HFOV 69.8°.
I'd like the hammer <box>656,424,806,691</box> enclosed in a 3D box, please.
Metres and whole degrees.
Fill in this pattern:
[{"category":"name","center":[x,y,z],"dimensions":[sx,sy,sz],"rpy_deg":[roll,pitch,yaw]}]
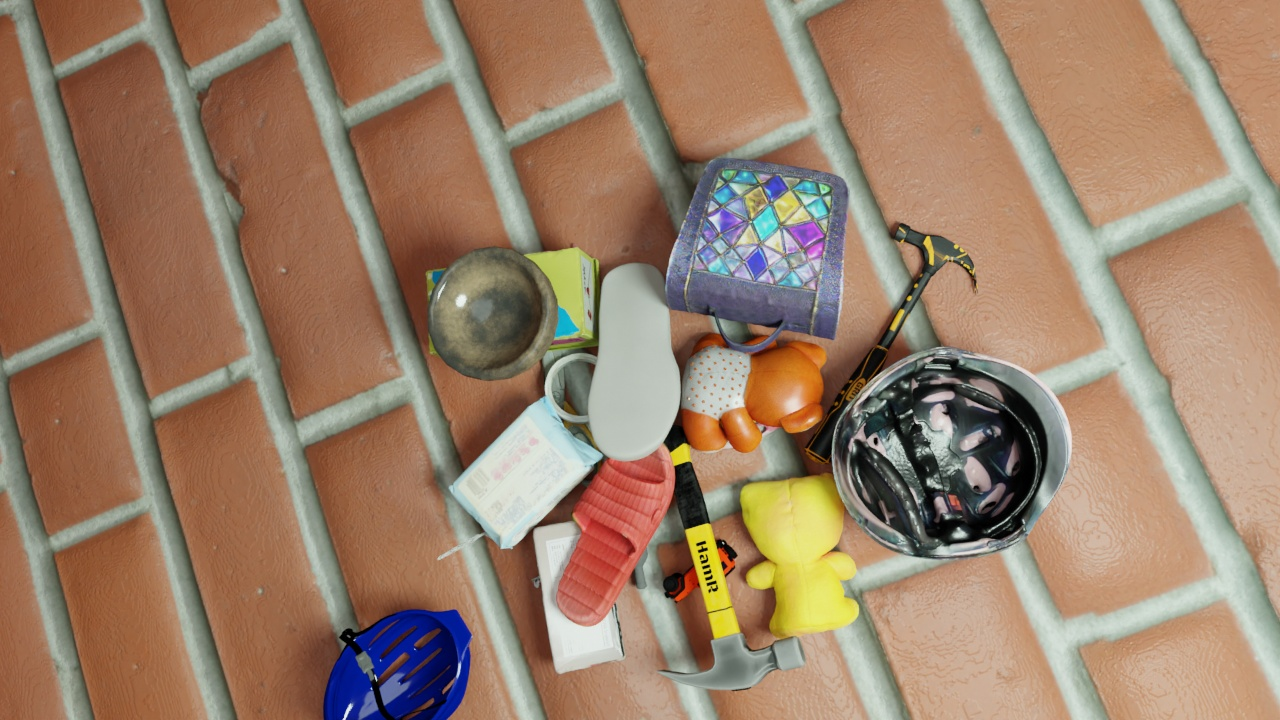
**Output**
[{"category":"hammer","center":[0.072,0.231,1.103],"dimensions":[0.170,0.034,0.324],"rpy_deg":[-20,70,15]}]

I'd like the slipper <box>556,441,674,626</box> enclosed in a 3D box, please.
[{"category":"slipper","center":[-0.037,0.199,1.110],"dimensions":[0.104,0.059,0.248],"rpy_deg":[18,79,32]}]

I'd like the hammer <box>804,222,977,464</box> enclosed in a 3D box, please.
[{"category":"hammer","center":[0.300,-0.011,1.133],"dimensions":[0.123,0.036,0.320],"rpy_deg":[30,88,12]}]

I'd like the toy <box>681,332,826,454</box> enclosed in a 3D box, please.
[{"category":"toy","center":[0.139,0.035,1.121],"dimensions":[0.173,0.093,0.163],"rpy_deg":[0,59,19]}]

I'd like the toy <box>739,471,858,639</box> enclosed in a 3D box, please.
[{"category":"toy","center":[0.187,0.237,1.103],"dimensions":[0.134,0.087,0.193],"rpy_deg":[-9,83,14]}]

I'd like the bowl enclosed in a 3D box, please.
[{"category":"bowl","center":[-0.173,-0.053,1.123],"dimensions":[0.162,0.070,0.162],"rpy_deg":[-2,82,16]}]

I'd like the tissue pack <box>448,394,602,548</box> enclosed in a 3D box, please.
[{"category":"tissue pack","center":[-0.146,0.144,1.170],"dimensions":[0.182,0.070,0.112],"rpy_deg":[-44,77,4]}]

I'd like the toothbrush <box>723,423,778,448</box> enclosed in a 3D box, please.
[{"category":"toothbrush","center":[0.160,0.085,1.160],"dimensions":[0.135,0.016,0.021],"rpy_deg":[-21,80,11]}]

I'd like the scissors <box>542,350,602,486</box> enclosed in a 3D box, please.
[{"category":"scissors","center":[-0.121,0.066,1.217],"dimensions":[0.134,0.016,0.228],"rpy_deg":[-17,80,10]}]

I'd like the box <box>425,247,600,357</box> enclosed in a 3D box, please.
[{"category":"box","center":[-0.167,-0.070,1.204],"dimensions":[0.221,0.082,0.124],"rpy_deg":[-9,80,16]}]

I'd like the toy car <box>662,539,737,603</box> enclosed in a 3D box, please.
[{"category":"toy car","center":[0.075,0.264,1.139],"dimensions":[0.100,0.051,0.049],"rpy_deg":[-44,76,4]}]

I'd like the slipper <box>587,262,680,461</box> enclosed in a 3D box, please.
[{"category":"slipper","center":[-0.007,0.007,1.159],"dimensions":[0.113,0.081,0.265],"rpy_deg":[-4,66,4]}]

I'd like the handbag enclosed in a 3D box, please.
[{"category":"handbag","center":[0.148,-0.116,1.112],"dimensions":[0.205,0.125,0.221],"rpy_deg":[11,75,12]}]

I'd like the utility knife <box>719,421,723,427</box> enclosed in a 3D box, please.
[{"category":"utility knife","center":[0.108,0.074,1.169],"dimensions":[0.219,0.019,0.030],"rpy_deg":[-17,76,4]}]

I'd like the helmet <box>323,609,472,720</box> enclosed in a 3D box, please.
[{"category":"helmet","center":[-0.316,0.393,1.115],"dimensions":[0.241,0.227,0.147],"rpy_deg":[-40,69,4]}]

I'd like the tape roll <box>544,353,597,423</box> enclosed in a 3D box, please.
[{"category":"tape roll","center":[-0.078,0.036,1.200],"dimensions":[0.093,0.013,0.093],"rpy_deg":[0,75,-2]}]

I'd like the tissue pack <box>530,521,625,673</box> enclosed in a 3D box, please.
[{"category":"tissue pack","center":[-0.084,0.295,1.168],"dimensions":[0.104,0.071,0.181],"rpy_deg":[-11,84,-5]}]

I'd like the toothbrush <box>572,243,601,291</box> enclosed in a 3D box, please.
[{"category":"toothbrush","center":[-0.050,-0.077,1.218],"dimensions":[0.015,0.015,0.184],"rpy_deg":[-28,79,8]}]

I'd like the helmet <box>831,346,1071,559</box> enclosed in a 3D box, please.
[{"category":"helmet","center":[0.347,0.109,1.049],"dimensions":[0.255,0.152,0.230],"rpy_deg":[-28,77,5]}]

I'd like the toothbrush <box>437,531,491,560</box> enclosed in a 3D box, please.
[{"category":"toothbrush","center":[-0.209,0.226,1.133],"dimensions":[0.010,0.181,0.010],"rpy_deg":[29,96,10]}]

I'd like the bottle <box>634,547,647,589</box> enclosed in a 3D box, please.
[{"category":"bottle","center":[-0.008,0.234,1.169],"dimensions":[0.030,0.030,0.113],"rpy_deg":[-11,82,10]}]
